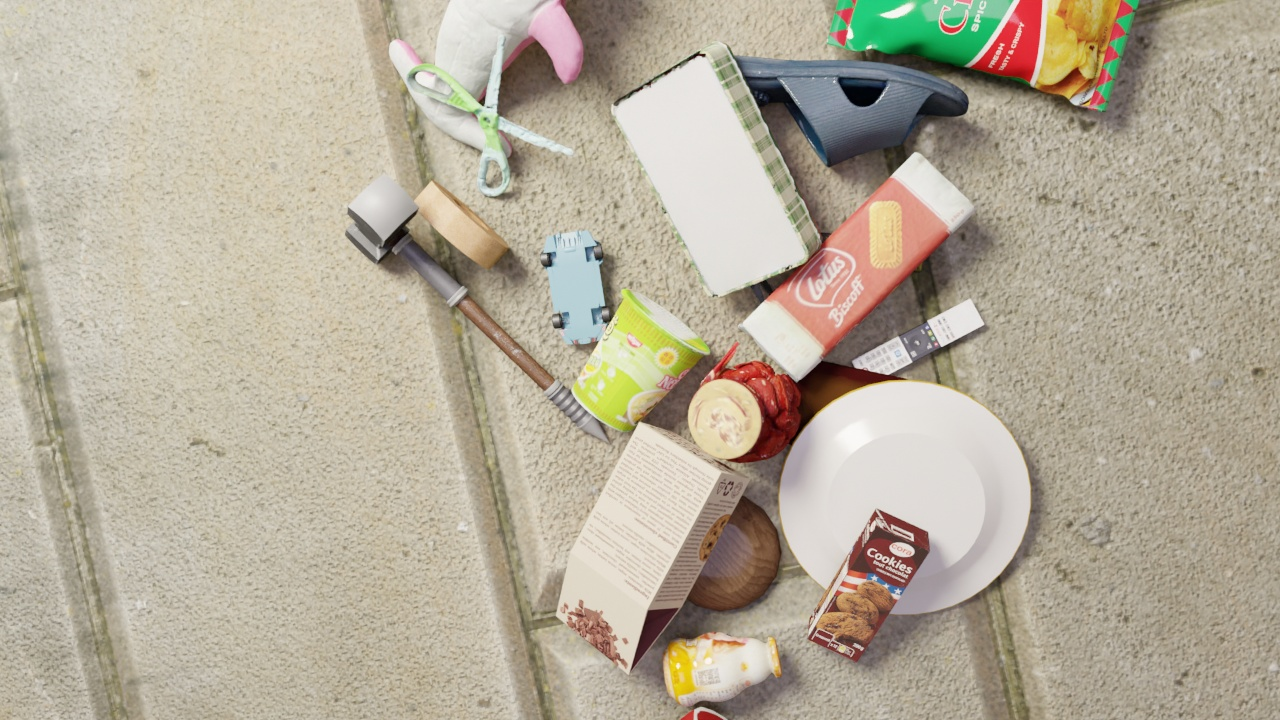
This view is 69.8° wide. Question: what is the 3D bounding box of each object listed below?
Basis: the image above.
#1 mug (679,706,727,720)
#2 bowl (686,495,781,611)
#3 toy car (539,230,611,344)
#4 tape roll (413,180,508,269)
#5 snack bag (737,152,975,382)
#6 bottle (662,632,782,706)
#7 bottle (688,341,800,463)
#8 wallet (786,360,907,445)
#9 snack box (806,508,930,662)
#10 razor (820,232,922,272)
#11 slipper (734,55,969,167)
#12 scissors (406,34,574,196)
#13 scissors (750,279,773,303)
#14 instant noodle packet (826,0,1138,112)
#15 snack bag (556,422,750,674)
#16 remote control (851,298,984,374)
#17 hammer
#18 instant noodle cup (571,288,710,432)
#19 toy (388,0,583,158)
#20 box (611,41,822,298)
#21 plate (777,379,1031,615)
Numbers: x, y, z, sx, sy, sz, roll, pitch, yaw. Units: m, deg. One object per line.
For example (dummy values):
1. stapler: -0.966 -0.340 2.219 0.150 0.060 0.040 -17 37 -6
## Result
1. mug: 0.055 0.393 0.861 0.097 0.080 0.116 -43 126 14
2. bowl: 0.077 0.186 0.880 0.118 0.030 0.118 0 92 5
3. toy car: -0.060 -0.071 0.887 0.060 0.027 0.108 -7 101 5
4. tape roll: -0.168 -0.127 0.861 0.094 0.094 0.027 43 94 3
5. snack bag: 0.195 -0.083 0.836 0.225 0.041 0.077 -45 80 5
6. bottle: 0.077 0.288 0.866 0.108 0.063 0.063 -11 90 5
7. bottle: 0.094 0.042 0.831 0.099 0.111 0.099 2 93 32
8. wallet: 0.191 0.047 0.866 0.115 0.018 0.091 13 102 7
9. snack box: 0.207 0.208 0.842 0.051 0.031 0.141 25 116 4
10. razor: 0.214 -0.111 0.865 0.106 0.026 0.042 8 94 9
11. slipper: 0.158 -0.221 0.828 0.264 0.101 0.082 8 91 8
12. scissors: -0.138 -0.222 0.842 0.171 0.021 0.173 27 133 6
13. scissors: 0.074 -0.123 0.882 0.133 0.012 0.169 0 96 5
14. instant noodle packet: 0.315 -0.347 0.814 0.253 0.090 0.195 15 93 4
15. snack bag: 0.002 0.174 0.848 0.094 0.069 0.206 30 94 31
16. remote control: 0.261 -0.017 0.867 0.124 0.011 0.028 -28 89 5
17. hammer: -0.145 -0.033 0.866 0.322 0.156 0.043 45 74 -11
18. instant noodle cup: -0.005 0.005 0.855 0.099 0.098 0.108 37 102 3
19. toy: -0.117 -0.319 0.837 0.186 0.127 0.266 42 127 0
20. box: 0.068 -0.165 0.819 0.118 0.050 0.205 -22 103 37
21. plate: 0.244 0.132 0.850 0.230 0.021 0.230 1 101 7
